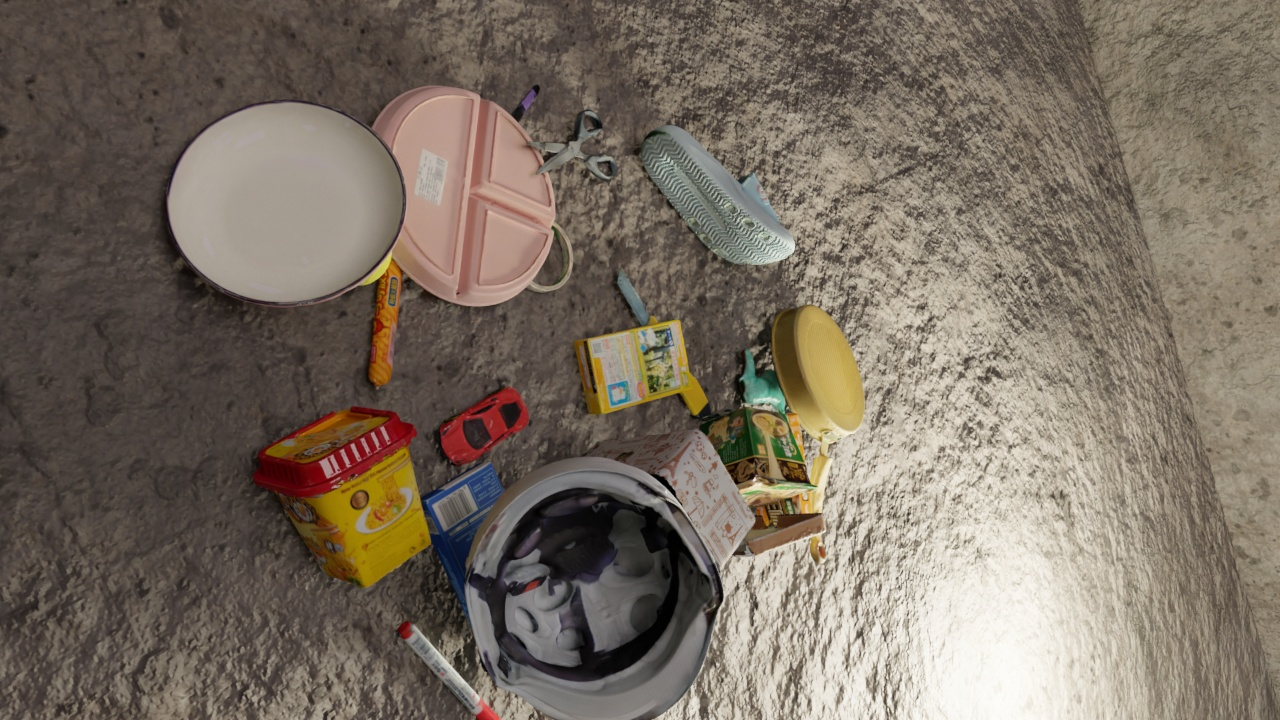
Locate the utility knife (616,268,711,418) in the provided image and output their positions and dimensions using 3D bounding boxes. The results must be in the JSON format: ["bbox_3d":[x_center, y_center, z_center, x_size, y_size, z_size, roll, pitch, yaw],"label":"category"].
[{"bbox_3d":[0.028,-0.017,1.126,0.033,0.015,0.223,-47,114,-37],"label":"utility knife"}]

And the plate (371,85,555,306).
[{"bbox_3d":[-0.173,-0.170,0.932,0.229,0.028,0.229,10,75,-44],"label":"plate"}]

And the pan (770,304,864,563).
[{"bbox_3d":[0.244,0.094,1.260,0.197,0.078,0.356,21,55,-47],"label":"pan"}]

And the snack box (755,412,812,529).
[{"bbox_3d":[0.180,0.148,1.197,0.026,0.075,0.153,-5,85,-45],"label":"snack box"}]

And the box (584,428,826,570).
[{"bbox_3d":[0.057,0.174,1.004,0.269,0.180,0.136,30,62,-34],"label":"box"}]

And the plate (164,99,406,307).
[{"bbox_3d":[-0.297,-0.130,0.781,0.192,0.039,0.192,3,71,-9],"label":"plate"}]

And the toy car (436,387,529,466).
[{"bbox_3d":[-0.158,0.067,0.926,0.106,0.031,0.049,-32,103,-40],"label":"toy car"}]

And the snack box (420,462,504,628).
[{"bbox_3d":[-0.154,0.189,0.907,0.084,0.026,0.157,-31,103,-42],"label":"snack box"}]

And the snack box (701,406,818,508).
[{"bbox_3d":[0.139,0.120,1.147,0.117,0.118,0.105,13,63,-41],"label":"snack box"}]

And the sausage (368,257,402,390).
[{"bbox_3d":[-0.242,-0.052,0.875,0.021,0.022,0.165,14,72,-41],"label":"sausage"}]

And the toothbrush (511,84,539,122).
[{"bbox_3d":[-0.150,-0.245,1.004,0.014,0.017,0.188,53,49,-35],"label":"toothbrush"}]

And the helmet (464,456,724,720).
[{"bbox_3d":[-0.050,0.202,0.865,0.229,0.146,0.259,-25,112,-3],"label":"helmet"}]

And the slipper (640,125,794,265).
[{"bbox_3d":[0.101,-0.213,1.179,0.245,0.104,0.074,42,54,-22],"label":"slipper"}]

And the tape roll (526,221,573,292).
[{"bbox_3d":[-0.111,-0.118,1.016,0.085,0.014,0.085,10,75,-42],"label":"tape roll"}]

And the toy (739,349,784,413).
[{"bbox_3d":[0.161,0.032,1.234,0.091,0.030,0.096,-4,82,-47],"label":"toy"}]

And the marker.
[{"bbox_3d":[-0.180,0.300,0.869,0.145,0.017,0.017,55,50,-20],"label":"marker"}]

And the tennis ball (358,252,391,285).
[{"bbox_3d":[-0.261,-0.101,0.836,0.065,0.066,0.065,10,75,-42],"label":"tennis ball"}]

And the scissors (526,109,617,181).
[{"bbox_3d":[-0.078,-0.243,1.046,0.164,0.014,0.164,36,49,-47],"label":"scissors"}]

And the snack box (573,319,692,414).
[{"bbox_3d":[-0.006,0.006,1.067,0.140,0.034,0.087,-14,94,-35],"label":"snack box"}]

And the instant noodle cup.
[{"bbox_3d":[-0.246,0.117,0.784,0.115,0.116,0.124,-33,116,-42],"label":"instant noodle cup"}]
